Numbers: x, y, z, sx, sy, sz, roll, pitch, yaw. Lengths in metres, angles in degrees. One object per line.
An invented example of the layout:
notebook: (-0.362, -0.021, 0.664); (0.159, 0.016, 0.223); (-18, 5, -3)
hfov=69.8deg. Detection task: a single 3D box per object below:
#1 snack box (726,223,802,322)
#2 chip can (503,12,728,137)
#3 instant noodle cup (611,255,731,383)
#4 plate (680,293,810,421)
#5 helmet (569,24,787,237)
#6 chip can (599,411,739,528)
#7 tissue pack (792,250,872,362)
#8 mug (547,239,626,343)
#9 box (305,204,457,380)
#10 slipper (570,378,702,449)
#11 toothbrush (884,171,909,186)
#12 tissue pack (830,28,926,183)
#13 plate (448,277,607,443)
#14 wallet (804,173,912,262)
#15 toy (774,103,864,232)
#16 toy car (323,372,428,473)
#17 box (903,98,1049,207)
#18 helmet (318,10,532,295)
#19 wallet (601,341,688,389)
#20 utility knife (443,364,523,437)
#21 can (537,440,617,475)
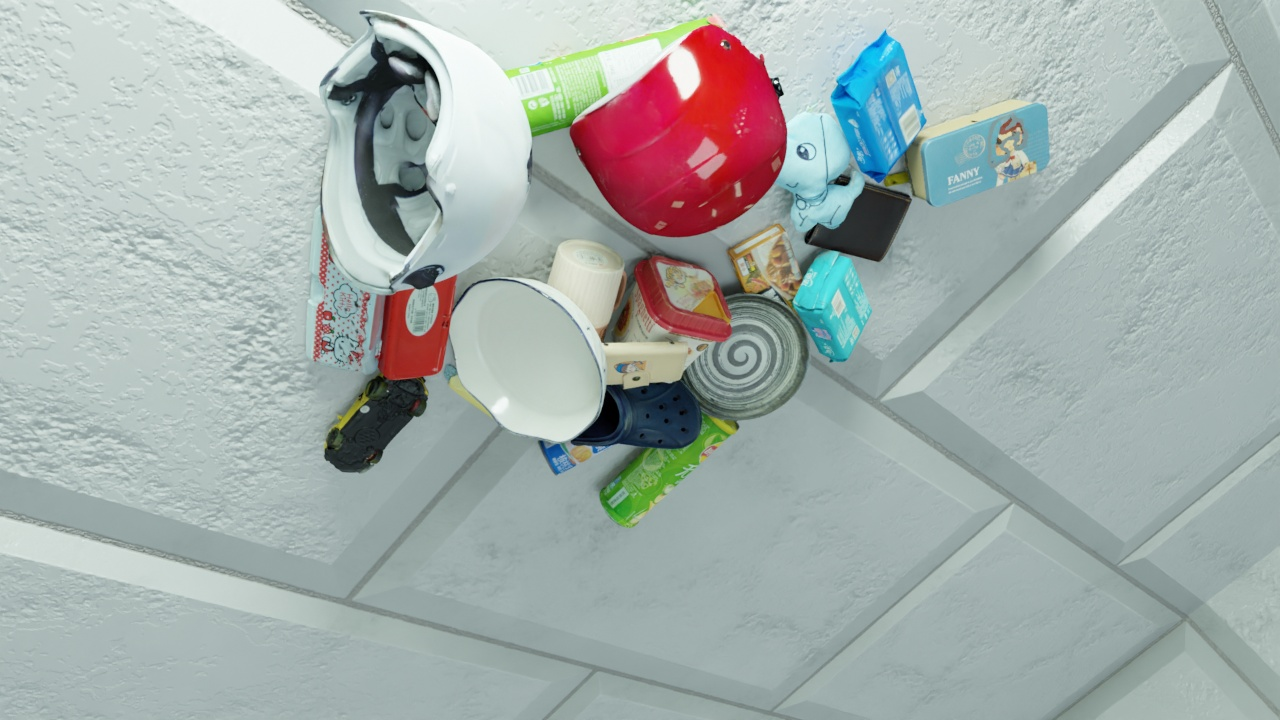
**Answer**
snack box: (0.169, -0.098, 1.178); (0.075, 0.026, 0.154); (-28, 133, 0)
chip can: (-0.026, -0.282, 0.915); (0.236, 0.072, 0.072); (-18, 132, -9)
instant noodle cup: (0.031, -0.044, 1.113); (0.116, 0.116, 0.124); (10, 134, -30)
plate: (0.131, -0.005, 1.195); (0.179, 0.024, 0.180); (-2, 112, -5)
helmet: (0.060, -0.198, 0.915); (0.207, 0.144, 0.239); (-30, 163, 24)
chip can: (0.036, 0.143, 1.283); (0.221, 0.072, 0.072); (-44, 131, 14)
tissue pack: (0.253, -0.068, 1.198); (0.093, 0.050, 0.133); (-59, 137, -21)
mug: (-0.059, -0.078, 1.067); (0.114, 0.082, 0.106); (-19, 136, -46)
box: (-0.278, -0.069, 0.992); (0.161, 0.058, 0.201); (2, 124, -21)
slipper: (-0.041, 0.056, 1.136); (0.252, 0.095, 0.105); (5, 96, -9)
toothbrush: (0.398, -0.243, 1.169); (0.190, 0.016, 0.016); (-13, 130, -14)
tissue pack: (0.269, -0.287, 1.041); (0.095, 0.052, 0.157); (-50, 134, -13)
plate: (-0.123, -0.004, 1.039); (0.045, 0.205, 0.205); (-42, 151, -50)
wallet: (0.278, -0.179, 1.168); (0.122, 0.020, 0.096); (9, 117, -28)
toy: (0.203, -0.224, 1.074); (0.161, 0.050, 0.156); (-9, 120, -25)
toy car: (-0.317, 0.071, 1.091); (0.071, 0.041, 0.156); (30, 109, -38)
box: (0.405, -0.254, 1.123); (0.184, 0.062, 0.090); (-23, 116, -9)
helmet: (-0.188, -0.180, 0.842); (0.145, 0.229, 0.259); (-10, 153, -38)
wallet: (-0.006, 0.006, 1.068); (0.115, 0.024, 0.087); (-2, 151, -7)
utility knife: (-0.187, 0.055, 1.152); (0.031, 0.018, 0.167); (-43, 132, 7)
can: (-0.065, 0.099, 1.216); (0.134, 0.053, 0.053); (-27, 132, -1)
